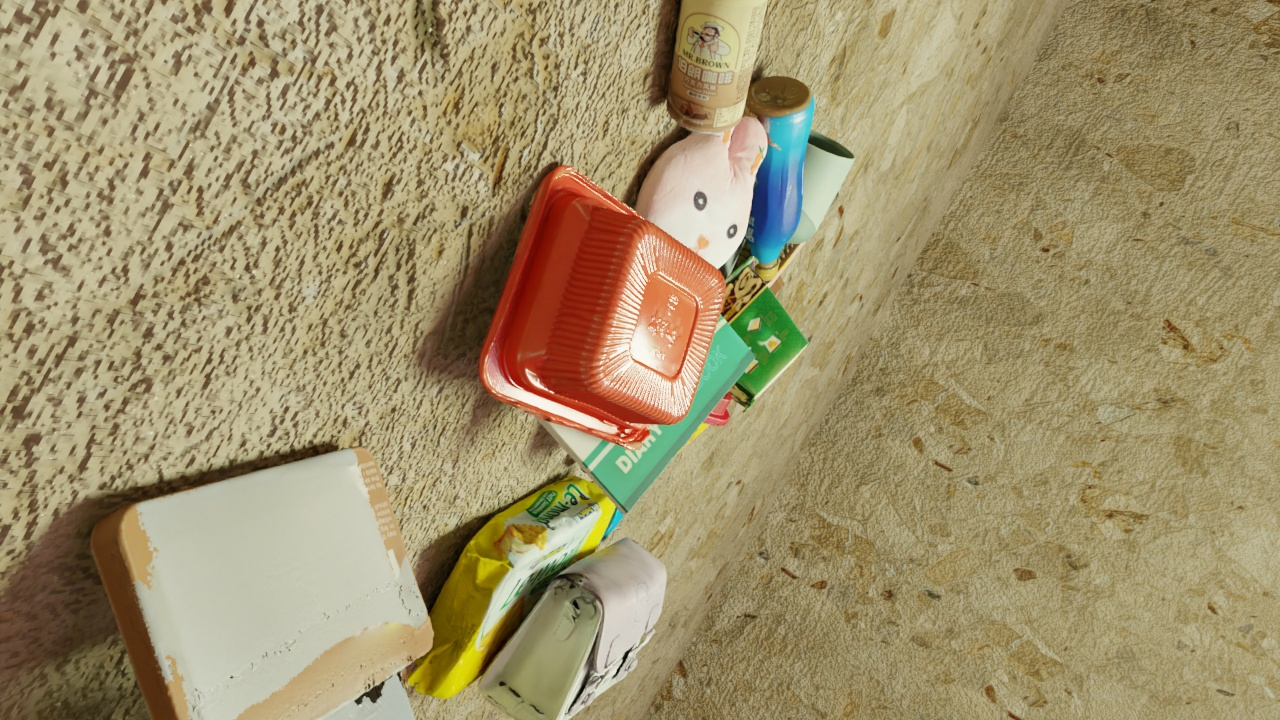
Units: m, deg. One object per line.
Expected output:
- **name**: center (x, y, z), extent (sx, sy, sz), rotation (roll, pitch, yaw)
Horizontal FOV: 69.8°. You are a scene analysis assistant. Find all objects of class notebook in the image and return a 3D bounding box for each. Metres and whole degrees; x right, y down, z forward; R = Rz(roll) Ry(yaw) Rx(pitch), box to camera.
- **notebook**: center (-0.003, 0.001, 0.741), extent (0.208, 0.150, 0.012), rotation (-46, -171, -38)

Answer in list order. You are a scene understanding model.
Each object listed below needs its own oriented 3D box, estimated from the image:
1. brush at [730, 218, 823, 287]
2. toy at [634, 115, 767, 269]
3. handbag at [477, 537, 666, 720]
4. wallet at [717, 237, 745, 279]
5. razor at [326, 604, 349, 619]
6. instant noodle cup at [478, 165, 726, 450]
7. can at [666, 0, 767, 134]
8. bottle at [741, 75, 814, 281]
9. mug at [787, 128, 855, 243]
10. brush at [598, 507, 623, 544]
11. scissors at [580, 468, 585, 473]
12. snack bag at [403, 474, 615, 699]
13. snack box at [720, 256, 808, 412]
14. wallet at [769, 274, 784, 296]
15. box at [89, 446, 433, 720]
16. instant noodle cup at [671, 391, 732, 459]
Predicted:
- **brush**: center (0.149, -0.126, 1.061), extent (0.145, 0.063, 0.073), rotation (-53, 151, -17)
- **toy**: center (0.054, -0.147, 0.764), extent (0.121, 0.054, 0.159), rotation (30, 82, -47)
- **handbag**: center (-0.049, 0.259, 0.884), extent (0.145, 0.098, 0.196), rotation (-65, 163, 5)
- **wallet**: center (0.067, -0.088, 0.944), extent (0.129, 0.037, 0.107), rotation (-33, 148, -54)
- **razor**: center (-0.204, 0.209, 0.680), extent (0.067, 0.062, 0.167), rotation (-25, 162, -6)
- **instant noodle cup**: center (-0.010, -0.026, 0.638), extent (0.188, 0.079, 0.164), rotation (26, 79, -50)
- **can**: center (0.053, -0.223, 0.649), extent (0.058, 0.058, 0.116), rotation (-46, 159, -35)
- **bottle**: center (0.126, -0.165, 0.891), extent (0.065, 0.065, 0.219), rotation (-48, 152, -32)
- **mug**: center (0.176, -0.187, 0.986), extent (0.111, 0.082, 0.106), rotation (-10, 133, -48)
- **brush**: center (-0.062, 0.212, 1.009), extent (0.083, 0.046, 0.255), rotation (-26, 156, -48)
- **scissors**: center (0.017, 0.054, 0.941), extent (0.182, 0.019, 0.169), rotation (-24, -166, 49)
- **snack bag**: center (-0.118, 0.201, 0.858), extent (0.158, 0.068, 0.246), rotation (-64, 163, 18)
- **snack box**: center (0.106, -0.020, 0.944), extent (0.117, 0.105, 0.118), rotation (-44, 173, -9)
- **wallet**: center (0.139, -0.077, 1.174), extent (0.101, 0.032, 0.124), rotation (-57, 162, 2)
- **box**: center (-0.230, 0.173, 0.497), extent (0.158, 0.197, 0.180), rotation (-21, 177, 22)
- **instant noodle cup**: center (-0.001, 0.045, 0.838), extent (0.116, 0.116, 0.124), rotation (17, 117, -46)
